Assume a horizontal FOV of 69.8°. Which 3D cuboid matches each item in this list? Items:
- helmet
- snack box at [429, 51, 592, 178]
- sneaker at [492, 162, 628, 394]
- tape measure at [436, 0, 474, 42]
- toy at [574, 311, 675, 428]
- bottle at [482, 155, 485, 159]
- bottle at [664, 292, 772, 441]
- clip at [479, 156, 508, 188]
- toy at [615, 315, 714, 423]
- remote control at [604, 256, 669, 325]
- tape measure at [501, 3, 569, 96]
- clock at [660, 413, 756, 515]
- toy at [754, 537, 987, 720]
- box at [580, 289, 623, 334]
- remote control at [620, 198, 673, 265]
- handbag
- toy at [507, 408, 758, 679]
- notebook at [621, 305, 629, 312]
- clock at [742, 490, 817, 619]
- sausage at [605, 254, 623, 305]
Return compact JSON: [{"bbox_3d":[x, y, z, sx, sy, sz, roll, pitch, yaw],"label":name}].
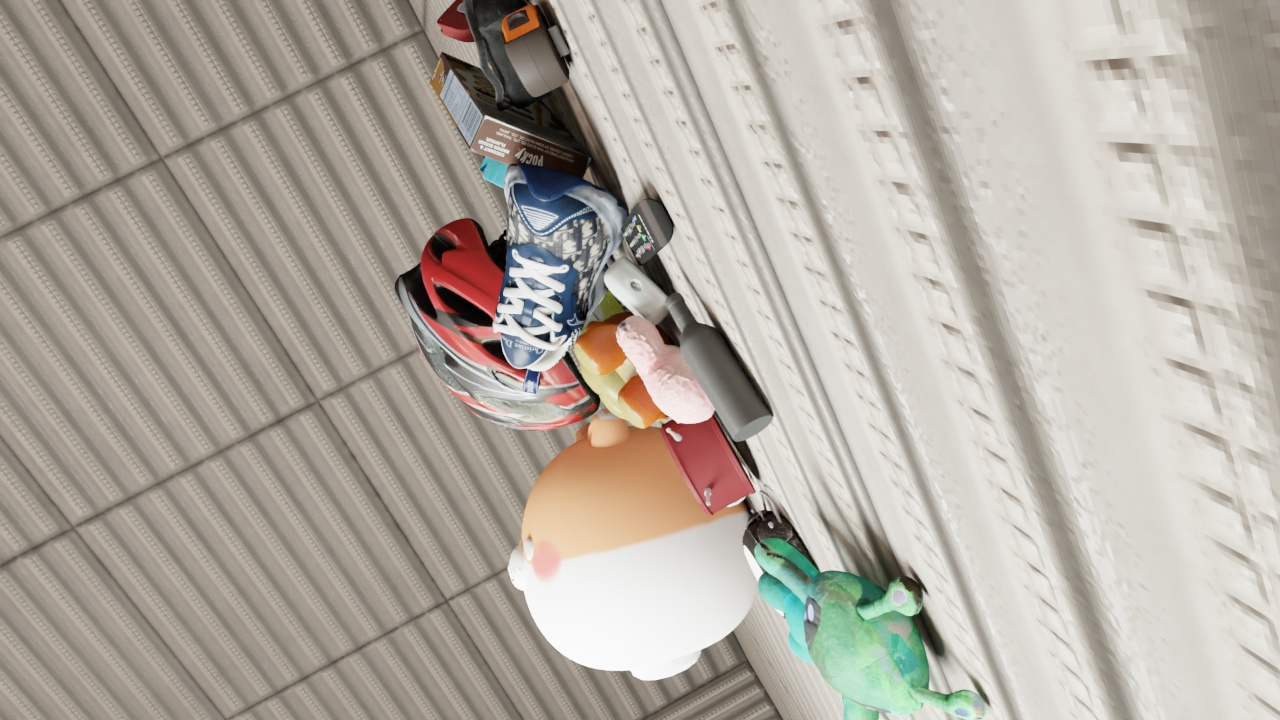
[{"bbox_3d":[-0.154,-0.029,1.017,0.272,0.167,0.217,49,175,16],"label":"helmet"},{"bbox_3d":[-0.122,-0.219,0.828,0.101,0.032,0.186,15,-155,-32],"label":"snack box"},{"bbox_3d":[-0.082,-0.059,0.781,0.103,0.132,0.270,18,161,2],"label":"sneaker"},{"bbox_3d":[-0.155,-0.325,0.859,0.051,0.058,0.019,26,158,26],"label":"tape measure"},{"bbox_3d":[-0.005,0.004,0.854,0.112,0.096,0.175,51,-161,2],"label":"toy"},{"bbox_3d":[-0.148,-0.253,1.036,0.071,0.071,0.207,62,175,-4],"label":"bottle"},{"bbox_3d":[0.048,0.000,0.620,0.113,0.030,0.030,60,175,24],"label":"bottle"},{"bbox_3d":[-0.080,-0.146,0.798,0.120,0.027,0.103,20,-165,-25],"label":"clip"},{"bbox_3d":[0.021,0.007,0.729,0.105,0.053,0.108,45,179,-1],"label":"toy"},{"bbox_3d":[-0.002,-0.056,0.761,0.060,0.028,0.114,42,180,4],"label":"remote control"},{"bbox_3d":[-0.070,-0.217,0.636,0.058,0.038,0.058,-91,-23,-69],"label":"tape measure"},{"bbox_3d":[0.061,0.087,0.815,0.096,0.048,0.137,61,-177,9],"label":"clock"},{"bbox_3d":[0.122,0.156,0.537,0.130,0.072,0.193,60,166,1],"label":"toy"},{"bbox_3d":[-0.094,-0.123,1.152,0.221,0.080,0.124,-122,10,-67],"label":"box"},{"bbox_3d":[0.004,-0.091,0.662,0.033,0.015,0.147,62,175,-3],"label":"remote control"},{"bbox_3d":[-0.110,-0.257,0.718,0.128,0.054,0.079,68,176,-71],"label":"handbag"},{"bbox_3d":[-0.011,0.196,0.992,0.263,0.265,0.280,137,118,-74],"label":"toy"},{"bbox_3d":[0.039,0.047,1.114,0.253,0.009,0.181,63,175,-13],"label":"notebook"},{"bbox_3d":[0.117,0.173,0.779,0.123,0.043,0.091,62,175,-3],"label":"clock"},{"bbox_3d":[-0.046,-0.123,1.002,0.155,0.020,0.020,63,176,-7],"label":"sausage"}]
